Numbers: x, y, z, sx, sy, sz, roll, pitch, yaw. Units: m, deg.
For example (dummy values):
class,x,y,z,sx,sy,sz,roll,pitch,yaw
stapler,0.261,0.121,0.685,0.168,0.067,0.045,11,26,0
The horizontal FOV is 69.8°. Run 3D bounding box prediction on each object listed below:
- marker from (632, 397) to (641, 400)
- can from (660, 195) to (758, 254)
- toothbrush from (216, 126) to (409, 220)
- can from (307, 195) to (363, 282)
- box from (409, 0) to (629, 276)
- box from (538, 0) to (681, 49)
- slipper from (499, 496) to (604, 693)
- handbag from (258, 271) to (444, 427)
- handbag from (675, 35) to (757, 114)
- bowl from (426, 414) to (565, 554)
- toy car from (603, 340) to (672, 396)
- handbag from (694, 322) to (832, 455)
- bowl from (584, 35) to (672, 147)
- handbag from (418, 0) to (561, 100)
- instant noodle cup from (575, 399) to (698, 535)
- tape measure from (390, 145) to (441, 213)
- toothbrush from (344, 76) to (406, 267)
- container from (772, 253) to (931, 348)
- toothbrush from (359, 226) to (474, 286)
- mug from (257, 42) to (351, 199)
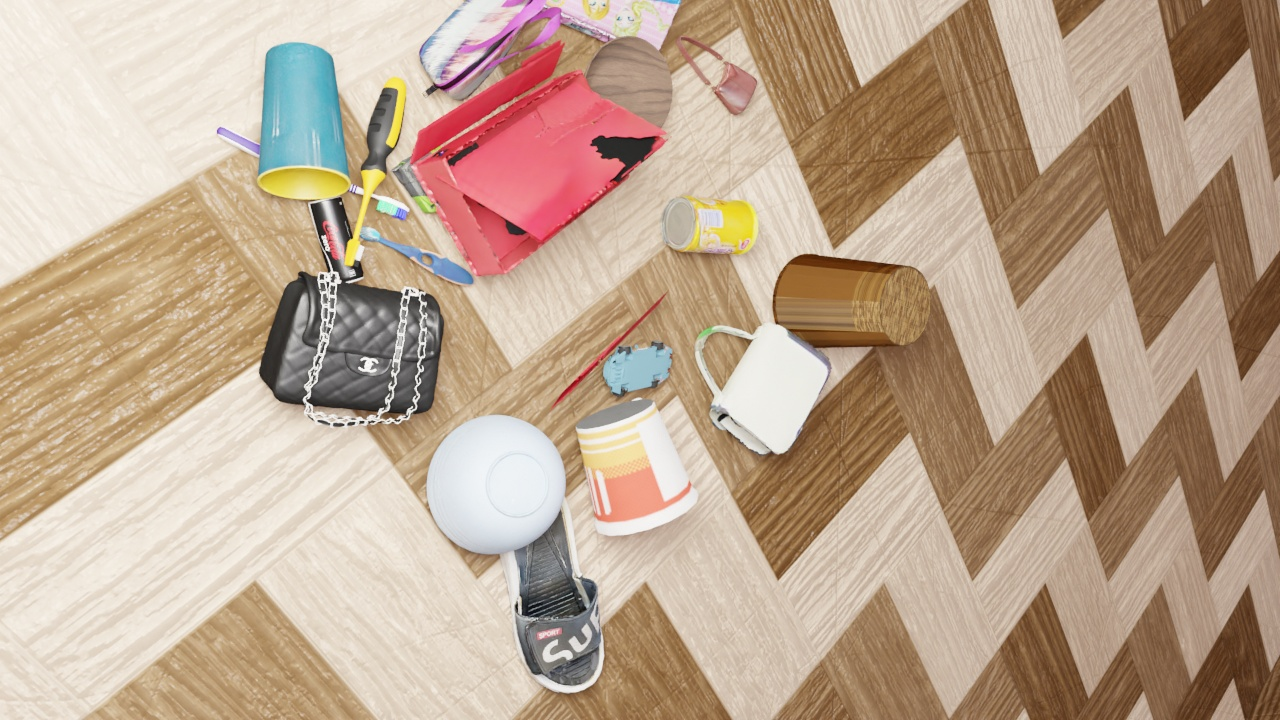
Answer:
class,x,y,z,sx,sy,sz,roll,pitch,yaw
marker,0.021,0.104,1.128,0.017,0.020,0.133,-39,116,-28
can,0.085,-0.164,1.115,0.104,0.068,0.067,-2,97,-36
toothbrush,-0.304,-0.174,0.864,0.186,0.015,0.016,21,83,-35
can,-0.289,-0.114,0.871,0.031,0.032,0.080,-22,108,-32
box,-0.111,-0.287,0.838,0.212,0.128,0.426,-44,151,-33
box,-0.058,-0.404,0.986,0.230,0.063,0.084,11,90,-37
slipper,-0.094,0.267,1.039,0.111,0.063,0.264,-18,103,-33
handbag,-0.256,-0.012,0.848,0.153,0.115,0.125,9,102,-33
handbag,0.090,-0.357,1.124,0.119,0.029,0.055,33,74,-29
bowl,-0.140,0.129,0.959,0.150,0.075,0.150,3,82,-26
toy car,-0.006,0.006,1.091,0.107,0.027,0.060,-11,115,-50
handbag,0.140,0.020,1.187,0.176,0.074,0.151,36,72,-13
bowl,-0.021,-0.303,1.037,0.119,0.032,0.119,-12,112,-31
handbag,-0.134,-0.310,0.875,0.068,0.170,0.144,47,69,-30
instant noodle cup,-0.011,0.117,1.052,0.123,0.124,0.121,-24,101,-32
tape measure,-0.206,-0.183,0.921,0.058,0.036,0.065,-49,119,-22
toothbrush,-0.255,-0.182,0.876,0.031,0.031,0.196,32,64,-58
container,0.279,-0.074,1.203,0.132,0.167,0.132,-5,98,-36
toothbrush,-0.224,-0.105,0.929,0.135,0.017,0.021,25,81,-35
mug,-0.301,-0.214,0.817,0.078,0.078,0.121,2,78,-36
